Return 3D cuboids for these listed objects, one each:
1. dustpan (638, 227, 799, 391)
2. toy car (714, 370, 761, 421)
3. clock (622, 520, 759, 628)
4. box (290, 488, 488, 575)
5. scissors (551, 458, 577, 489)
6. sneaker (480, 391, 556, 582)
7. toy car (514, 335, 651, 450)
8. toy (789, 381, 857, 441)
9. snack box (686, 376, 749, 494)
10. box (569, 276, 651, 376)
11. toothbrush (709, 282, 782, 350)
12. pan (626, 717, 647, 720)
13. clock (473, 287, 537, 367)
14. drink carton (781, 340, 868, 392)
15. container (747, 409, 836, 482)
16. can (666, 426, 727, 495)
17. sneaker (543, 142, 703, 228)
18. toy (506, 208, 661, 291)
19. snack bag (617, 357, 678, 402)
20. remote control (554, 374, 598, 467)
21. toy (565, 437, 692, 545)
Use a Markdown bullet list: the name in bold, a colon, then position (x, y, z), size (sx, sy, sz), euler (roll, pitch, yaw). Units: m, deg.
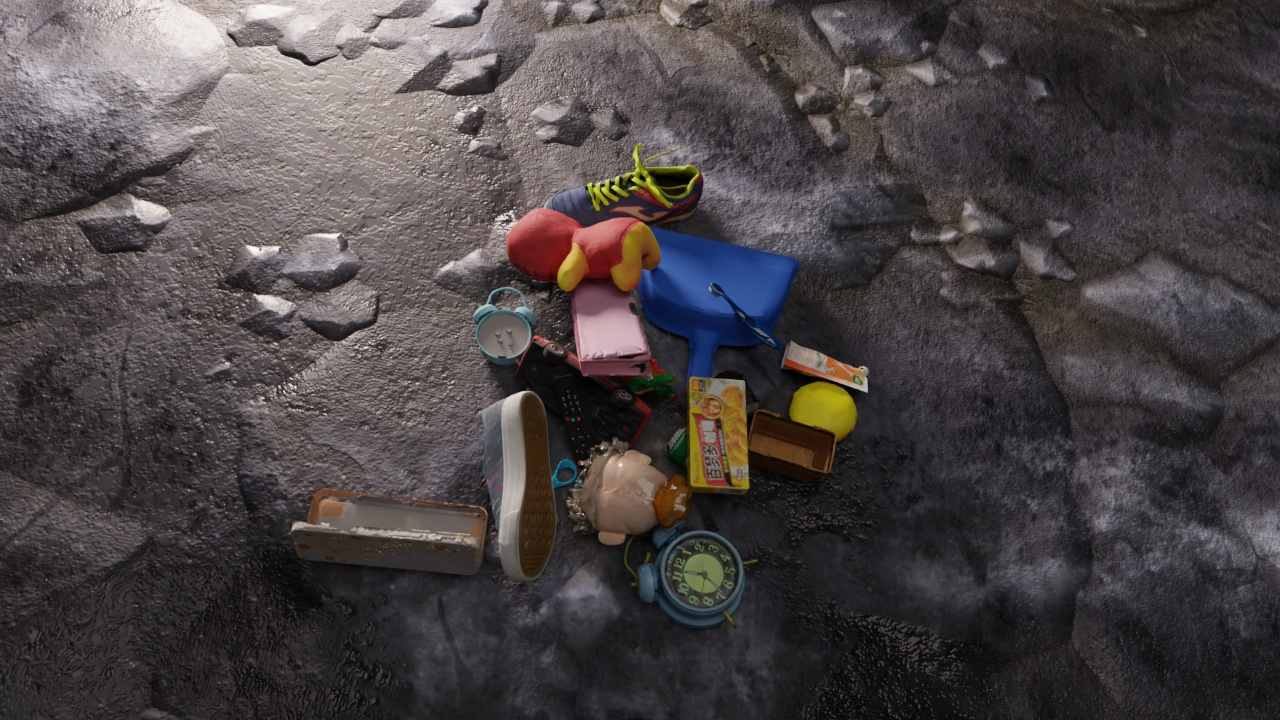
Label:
- **dustpan**: position (0.097, -0.063, 1.295), size (0.245, 0.060, 0.256), euler (12, 48, -2)
- **toy car**: position (0.132, 0.051, 1.261), size (0.042, 0.036, 0.091), euler (-15, 42, -13)
- **clock**: position (0.056, 0.259, 1.130), size (0.162, 0.060, 0.117), euler (18, 63, 6)
- **box**: position (-0.294, 0.201, 1.103), size (0.216, 0.095, 0.107), euler (7, 38, -4)
- **scissors**: position (-0.145, 0.169, 1.176), size (0.103, 0.015, 0.133), euler (32, 67, 5)
- **sneaker**: position (-0.160, 0.158, 1.141), size (0.079, 0.087, 0.235), euler (-12, 71, 25)
- **toy car**: position (-0.078, 0.044, 1.212), size (0.189, 0.082, 0.056), euler (33, 24, 7)
- **toy**: position (0.252, 0.071, 1.265), size (0.094, 0.041, 0.095), euler (36, 64, 17)
- **snack box**: position (0.098, 0.096, 1.175), size (0.075, 0.025, 0.152), euler (4, 63, -6)
- **box**: position (-0.046, -0.056, 1.224), size (0.098, 0.046, 0.232), euler (1, 31, -8)
- **toothbrush**: position (0.144, -0.059, 1.259), size (0.132, 0.016, 0.021), euler (43, 68, 3)
- **pan**: position (0.068, 0.520, 1.004), size (0.356, 0.043, 0.248), euler (-2, 63, -9)
- **clock**: position (-0.187, -0.048, 1.264), size (0.087, 0.042, 0.123), euler (4, 64, -6)
- **drink carton**: position (0.264, 0.011, 1.295), size (0.122, 0.039, 0.069), euler (19, 28, 3)
- **container**: position (0.194, 0.118, 1.220), size (0.114, 0.061, 0.063), euler (17, 62, 1)
- **can**: position (0.084, 0.130, 1.203), size (0.101, 0.053, 0.053), euler (35, 64, 11)
- **sneaker**: position (-0.024, -0.251, 1.363), size (0.241, 0.091, 0.116), euler (-12, 68, -13)
- **toy**: position (-0.087, -0.156, 1.275), size (0.216, 0.099, 0.147), euler (9, 22, 19)
- **snack bag**: position (-0.007, 0.007, 1.235), size (0.155, 0.044, 0.087), euler (37, 32, 29)
- **remote control**: position (-0.081, 0.078, 1.187), size (0.039, 0.010, 0.125), euler (-10, 102, 24)
- **toy**: position (-0.011, 0.167, 1.136), size (0.176, 0.076, 0.132), euler (8, 79, 33)
